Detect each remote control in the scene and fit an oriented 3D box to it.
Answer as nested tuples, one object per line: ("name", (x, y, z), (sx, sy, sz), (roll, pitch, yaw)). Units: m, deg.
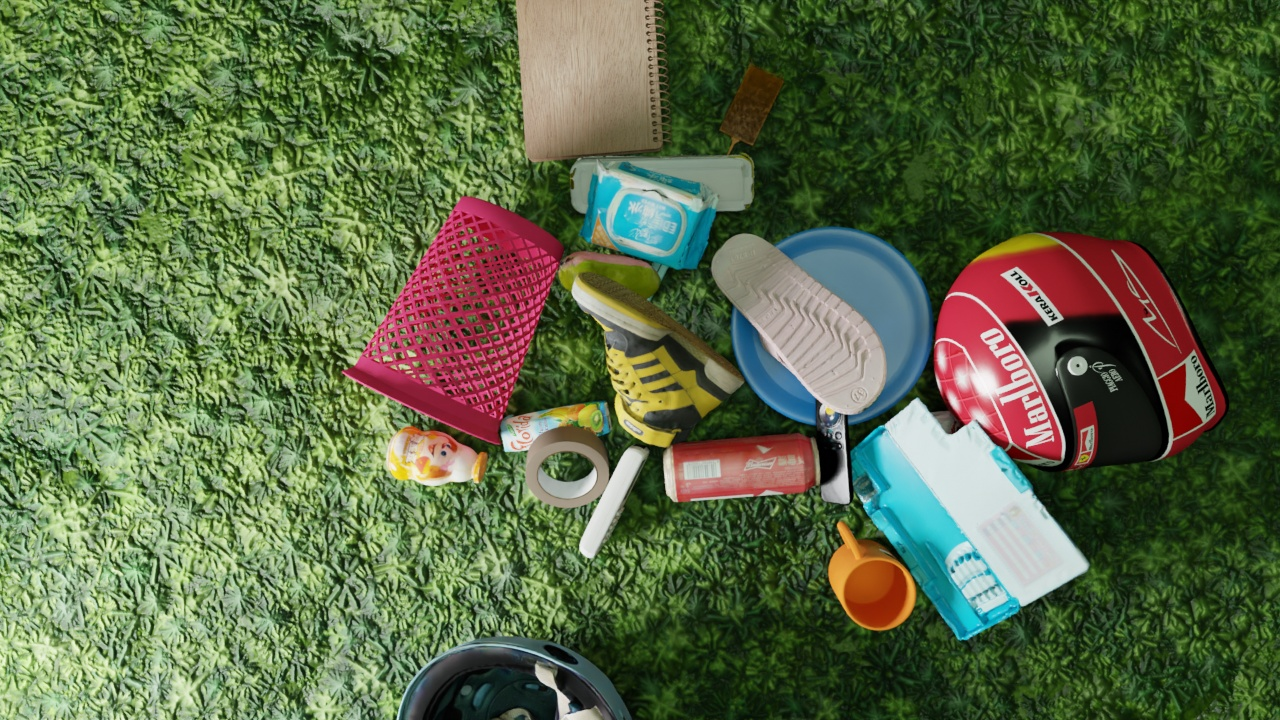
("remote control", (-0.029, 0.158, 1.040), (0.025, 0.060, 0.138), (27, 92, 7))
("remote control", (0.215, 0.083, 1.012), (0.020, 0.041, 0.152), (-7, 94, -40))

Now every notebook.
("notebook", (-0.053, -0.342, 1.057), (0.169, 0.022, 0.210), (-4, 90, 5))

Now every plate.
("plate", (0.215, -0.038, 1.039), (0.224, 0.024, 0.224), (0, 91, 4))

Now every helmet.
("helmet", (-0.129, 0.410, 0.995), (0.265, 0.167, 0.225), (34, 90, 1))
("helmet", (0.423, 0.004, 0.938), (0.224, 0.198, 0.271), (-27, 88, -5))

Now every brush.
("brush", (0.118, -0.272, 1.047), (0.048, 0.017, 0.126), (26, 92, 3))

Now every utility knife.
("utility knife", (0.020, -0.104, 1.058), (0.022, 0.015, 0.120), (27, 95, -4))

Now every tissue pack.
("tissue pack", (0.010, -0.160, 1.005), (0.144, 0.061, 0.093), (16, 113, 1))

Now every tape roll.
("tape roll", (-0.082, 0.121, 1.037), (0.093, 0.030, 0.094), (-1, 121, -2))

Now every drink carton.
("drink carton", (-0.098, 0.075, 1.055), (0.129, 0.038, 0.044), (-11, 90, 3))

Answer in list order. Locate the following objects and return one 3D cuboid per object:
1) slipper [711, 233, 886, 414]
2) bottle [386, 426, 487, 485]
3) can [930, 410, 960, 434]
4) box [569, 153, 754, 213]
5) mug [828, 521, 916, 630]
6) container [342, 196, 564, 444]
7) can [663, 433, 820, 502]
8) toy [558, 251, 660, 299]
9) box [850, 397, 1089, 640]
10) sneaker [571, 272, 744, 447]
("slipper", (0.174, -0.042, 0.999), (0.094, 0.064, 0.239), (-42, 71, 1))
("bottle", (-0.232, 0.113, 1.052), (0.109, 0.063, 0.063), (10, 91, 4))
("can", (0.327, 0.112, 1.014), (0.064, 0.064, 0.105), (-11, 90, 4))
("box", (0.025, -0.201, 1.045), (0.210, 0.044, 0.066), (0, 109, 6))
("mug", (0.244, 0.228, 1.004), (0.077, 0.096, 0.112), (-28, 89, 3))
("container", (-0.188, -0.050, 1.002), (0.183, 0.183, 0.225), (25, 84, 3))
("can", (0.112, 0.120, 1.027), (0.170, 0.067, 0.067), (-5, 90, 4))
("toy", (-0.037, -0.091, 1.014), (0.109, 0.090, 0.051), (10, 77, -36))
("box", (0.324, 0.154, 0.945), (0.226, 0.039, 0.182), (57, 137, 19))
("sneaker", (-0.006, 0.006, 0.987), (0.238, 0.086, 0.122), (32, 103, -31))
